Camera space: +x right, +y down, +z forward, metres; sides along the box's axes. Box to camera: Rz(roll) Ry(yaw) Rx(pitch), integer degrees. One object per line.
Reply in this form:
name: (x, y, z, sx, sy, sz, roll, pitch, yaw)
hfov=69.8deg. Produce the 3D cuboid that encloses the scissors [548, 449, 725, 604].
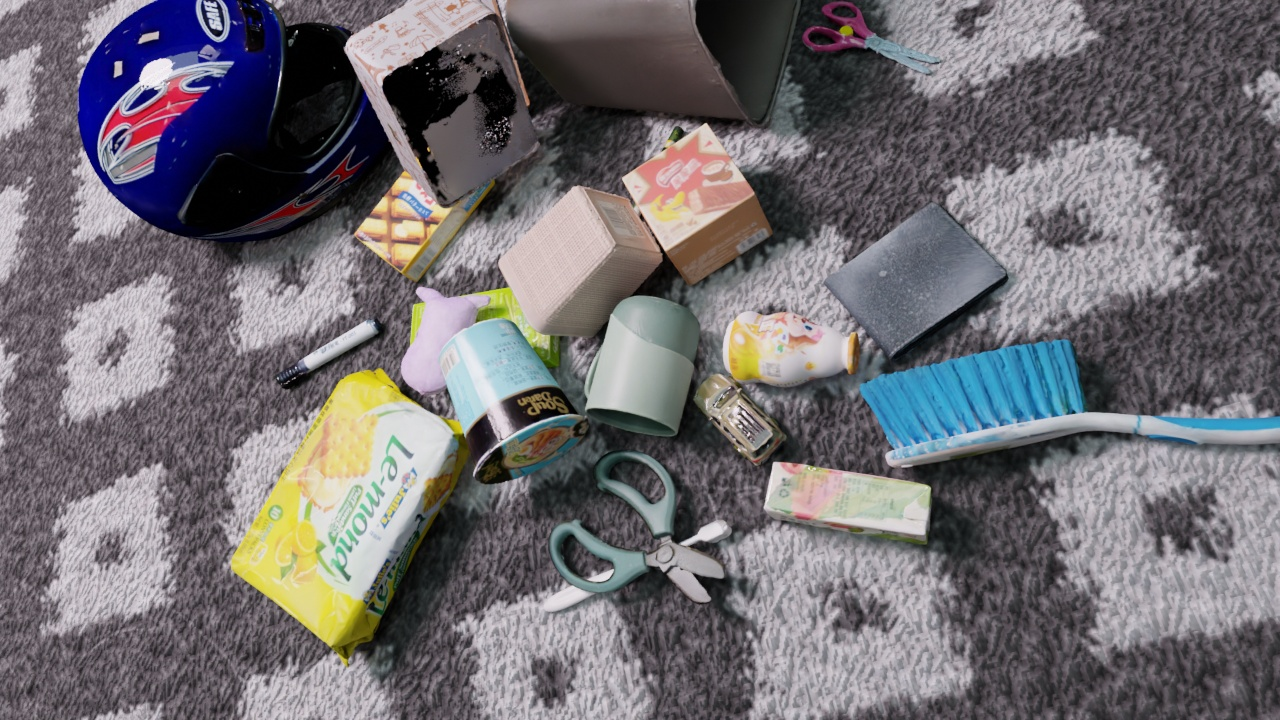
scissors: (0.007, 0.137, 0.775, 0.179, 0.019, 0.161, 7, 67, 33)

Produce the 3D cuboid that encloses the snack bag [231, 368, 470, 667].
snack bag: (-0.265, 0.137, 0.865, 0.158, 0.068, 0.246, 25, 81, 27)

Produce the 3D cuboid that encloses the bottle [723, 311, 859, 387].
bottle: (0.127, -0.009, 0.770, 0.108, 0.063, 0.063, 4, 72, 22)

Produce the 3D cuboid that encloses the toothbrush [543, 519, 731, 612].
toothbrush: (-0.004, 0.177, 0.781, 0.180, 0.016, 0.016, -27, 54, 13)

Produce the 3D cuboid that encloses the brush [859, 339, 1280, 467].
brush: (0.332, 0.034, 0.685, 0.315, 0.060, 0.109, -14, 72, 14)

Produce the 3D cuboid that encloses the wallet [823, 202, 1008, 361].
wallet: (0.232, -0.069, 0.778, 0.121, 0.019, 0.097, -36, 62, 4)

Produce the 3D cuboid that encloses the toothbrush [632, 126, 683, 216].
toothbrush: (0.001, -0.149, 0.899, 0.017, 0.012, 0.185, 23, 81, 21)

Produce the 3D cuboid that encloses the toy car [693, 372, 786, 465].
toy car: (0.082, 0.046, 0.783, 0.042, 0.035, 0.090, -43, 60, 0)

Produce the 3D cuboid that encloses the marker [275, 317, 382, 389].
marker: (-0.330, -0.007, 0.971, 0.131, 0.018, 0.022, -28, 72, 10)

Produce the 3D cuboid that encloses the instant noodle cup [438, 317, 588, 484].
instant noodle cup: (-0.120, 0.031, 0.817, 0.111, 0.111, 0.120, -33, 69, 7)

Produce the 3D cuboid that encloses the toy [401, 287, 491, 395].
toy: (-0.196, -0.019, 0.880, 0.084, 0.039, 0.108, 11, 79, 24)

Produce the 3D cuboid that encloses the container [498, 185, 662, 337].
container: (-0.051, -0.090, 0.830, 0.111, 0.089, 0.090, -42, 65, 29)

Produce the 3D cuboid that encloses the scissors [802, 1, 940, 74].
scissors: (0.225, -0.307, 0.870, 0.137, 0.017, 0.072, 24, 71, 22)

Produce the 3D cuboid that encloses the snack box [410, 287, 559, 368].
snack box: (-0.154, -0.025, 0.905, 0.156, 0.026, 0.085, -9, 68, 18)

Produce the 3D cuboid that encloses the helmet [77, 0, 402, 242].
helmet: (-0.442, -0.274, 0.988, 0.316, 0.240, 0.247, -30, 65, 8)

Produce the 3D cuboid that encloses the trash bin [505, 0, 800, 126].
trash bin: (0.012, -0.344, 0.871, 0.220, 0.198, 0.198, 8, 74, 29)

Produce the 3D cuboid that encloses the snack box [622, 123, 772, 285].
snack box: (0.052, -0.141, 0.838, 0.093, 0.077, 0.094, -32, 63, 8)

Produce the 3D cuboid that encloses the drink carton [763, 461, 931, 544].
drink carton: (0.164, 0.110, 0.717, 0.123, 0.053, 0.045, 5, 73, 22)

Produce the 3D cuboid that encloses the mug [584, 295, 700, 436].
mug: (-0.005, 0.005, 0.811, 0.112, 0.082, 0.106, -3, 68, 48)

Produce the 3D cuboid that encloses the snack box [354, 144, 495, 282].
snack box: (-0.231, -0.162, 0.981, 0.087, 0.034, 0.140, 36, 85, 27)

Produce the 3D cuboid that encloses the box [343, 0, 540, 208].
box: (-0.206, -0.293, 0.913, 0.157, 0.181, 0.217, -28, 60, -7)
